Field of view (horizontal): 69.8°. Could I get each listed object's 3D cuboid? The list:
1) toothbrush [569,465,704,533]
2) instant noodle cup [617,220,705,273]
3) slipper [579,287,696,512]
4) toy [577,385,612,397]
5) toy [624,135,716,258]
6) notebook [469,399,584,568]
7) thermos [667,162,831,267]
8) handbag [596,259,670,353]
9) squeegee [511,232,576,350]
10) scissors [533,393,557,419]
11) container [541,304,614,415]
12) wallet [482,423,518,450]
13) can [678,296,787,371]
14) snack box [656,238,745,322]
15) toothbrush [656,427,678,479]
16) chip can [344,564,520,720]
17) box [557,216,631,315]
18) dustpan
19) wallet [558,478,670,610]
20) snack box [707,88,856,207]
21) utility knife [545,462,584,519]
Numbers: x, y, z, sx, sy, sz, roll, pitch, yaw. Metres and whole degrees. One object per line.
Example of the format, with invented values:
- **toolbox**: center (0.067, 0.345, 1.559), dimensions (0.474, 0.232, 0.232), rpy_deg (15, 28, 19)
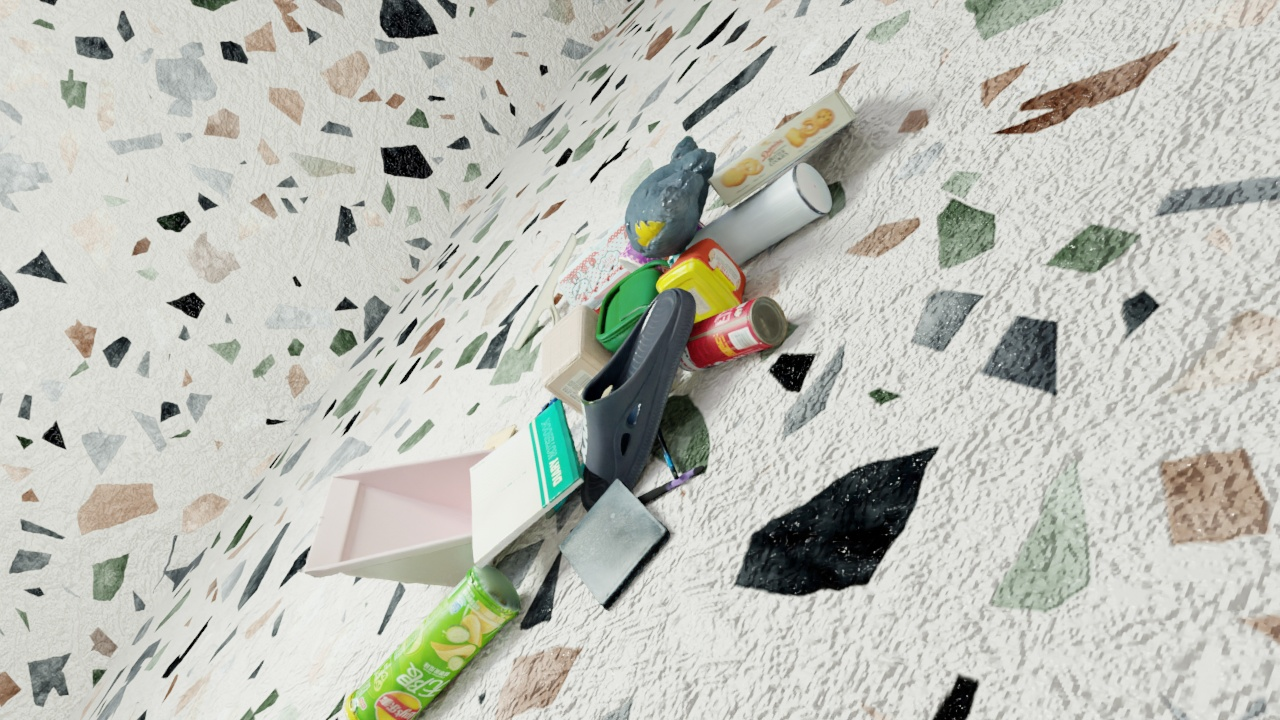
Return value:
- **toothbrush**: center (-0.007, 0.147, 0.951), dimensions (0.189, 0.016, 0.014), rpy_deg (-33, 32, 31)
- **instant noodle cup**: center (0.028, -0.161, 1.284), dimensions (0.099, 0.111, 0.112), rpy_deg (-61, 23, -5)
- **slipper**: center (-0.025, 0.036, 1.012), dimensions (0.268, 0.083, 0.111), rpy_deg (-68, 22, 0)
- **toy**: center (-0.007, 0.006, 1.109), dimensions (0.157, 0.066, 0.105), rpy_deg (-39, 16, 4)
- **toy**: center (0.036, -0.197, 1.136), dimensions (0.355, 0.091, 0.138), rpy_deg (-73, 9, -64)
- **notebook**: center (-0.137, 0.134, 1.063), dimensions (0.150, 0.012, 0.209), rpy_deg (-39, 24, 6)
- **thermos**: center (0.128, -0.158, 1.134), dimensions (0.225, 0.073, 0.073), rpy_deg (-29, 29, 41)
- **handbag**: center (0.004, -0.063, 1.204), dimensions (0.120, 0.068, 0.131), rpy_deg (-36, 25, 27)
- **squeegee**: center (-0.143, -0.051, 1.501), dimensions (0.247, 0.039, 0.246), rpy_deg (-59, 22, 25)
- **scissors**: center (-0.120, 0.052, 1.325), dimensions (0.129, 0.012, 0.172), rpy_deg (-13, 40, 58)
- **container**: center (-0.078, 0.002, 1.227), dimensions (0.090, 0.090, 0.110), rpy_deg (-39, 27, 22)
- **wallet**: center (-0.217, 0.149, 1.334), dimensions (0.088, 0.024, 0.114), rpy_deg (-34, 25, 44)
- **can**: center (0.093, -0.026, 0.994), dimensions (0.133, 0.053, 0.053), rpy_deg (-21, 35, 50)
- **snack box**: center (0.078, -0.092, 1.087), dimensions (0.082, 0.091, 0.079), rpy_deg (-30, 21, 39)
- **toothbrush**: center (0.023, 0.084, 0.993), dimensions (0.016, 0.014, 0.189), rpy_deg (-30, 21, 2)
- **chip can**: center (-0.224, 0.318, 1.000), dimensions (0.221, 0.072, 0.072), rpy_deg (-47, 22, 7)
- **box**: center (-0.038, -0.155, 1.402), dimensions (0.202, 0.091, 0.094), rpy_deg (-40, 24, 20)
- **dustpan**: center (-0.256, 0.169, 1.137), dimensions (0.222, 0.273, 0.139), rpy_deg (-115, 43, -63)
- **wallet**: center (-0.028, 0.180, 0.915), dimensions (0.097, 0.019, 0.121), rpy_deg (-50, 32, -2)
- **snack box**: center (0.178, -0.264, 1.142), dimensions (0.178, 0.046, 0.182), rpy_deg (-34, 5, 16)
- **utility knife**: center (-0.060, 0.125, 1.091), dimensions (0.161, 0.013, 0.029), rpy_deg (-49, 24, -8)
